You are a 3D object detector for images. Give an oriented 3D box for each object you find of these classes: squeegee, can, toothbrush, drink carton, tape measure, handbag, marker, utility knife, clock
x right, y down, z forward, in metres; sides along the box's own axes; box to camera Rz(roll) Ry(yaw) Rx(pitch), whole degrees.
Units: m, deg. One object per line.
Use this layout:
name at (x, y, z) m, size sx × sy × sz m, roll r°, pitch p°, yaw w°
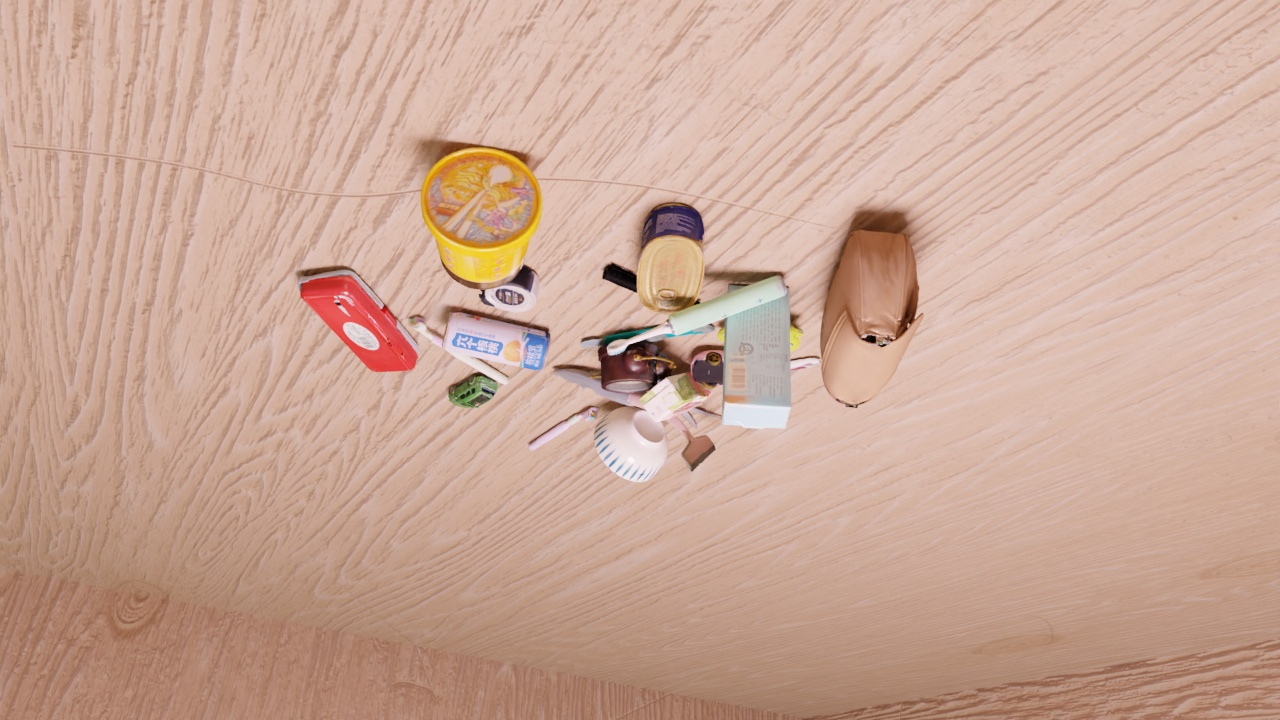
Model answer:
squeegee at (-0.010, 0.063, 1.277) m, size 0.249 × 0.040 × 0.247 m, roll 28°, pitch -173°, yaw 9°
can at (-0.188, -0.025, 1.199) m, size 0.134 × 0.053 × 0.053 m, roll 13°, pitch 149°, yaw -14°
toothbrush at (0.065, -0.050, 1.053) m, size 0.224 × 0.026 × 0.027 m, roll -21°, pitch 153°, yaw -12°
drink carton at (0.050, 0.049, 1.233) m, size 0.054 × 0.045 × 0.122 m, roll -39°, pitch 169°, yaw 20°
tape measure at (-0.156, -0.088, 1.108) m, size 0.066 × 0.033 × 0.066 m, roll 17°, pitch 150°, yaw -16°
handbag at (0.255, -0.045, 1.012) m, size 0.100 × 0.147 × 0.205 m, roll 5°, pitch 154°, yaw 3°
toothbrush at (-0.127, 0.112, 1.461) m, size 0.190 × 0.029 × 0.021 m, roll -31°, pitch 95°, yaw 47°
marker at (0.015, -0.084, 1.107) m, size 0.132 × 0.020 × 0.022 m, roll 21°, pitch 117°, yaw -24°
utility knife at (0.006, -0.031, 1.203) m, size 0.187 × 0.013 × 0.029 m, roll -8°, pitch 149°, yaw 20°
clock at (-0.007, 0.007, 1.209) m, size 0.082 × 0.055 × 0.122 m, roll 13°, pitch 160°, yaw -40°
can at (0.034, -0.111, 1.027) m, size 0.074 × 0.049 × 0.148 m, roll 4°, pitch 150°, yaw 0°
toothbrush at (-0.245, -0.010, 1.269) m, size 0.029 × 0.020 × 0.189 m, roll 19°, pitch 167°, yaw 43°
toothbrush at (0.156, 0.018, 1.262) m, size 0.188 × 0.017 × 0.016 m, roll -9°, pitch 149°, yaw 23°

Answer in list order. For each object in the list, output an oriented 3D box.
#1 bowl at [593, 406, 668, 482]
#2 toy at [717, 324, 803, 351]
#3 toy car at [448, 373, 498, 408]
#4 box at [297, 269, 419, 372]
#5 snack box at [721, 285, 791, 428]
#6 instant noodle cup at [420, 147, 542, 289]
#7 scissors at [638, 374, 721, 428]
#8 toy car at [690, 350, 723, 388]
bowl at (-0.005, 0.115, 1.362) m, size 0.116 × 0.116 × 0.066 m, roll 21°, pitch 132°, yaw -26°
toy at (0.154, -0.031, 1.162) m, size 0.100 × 0.031 × 0.097 m, roll 14°, pitch 162°, yaw -22°
toy car at (-0.248, 0.049, 1.354) m, size 0.043 × 0.036 × 0.091 m, roll 26°, pitch 147°, yaw -35°
box at (-0.366, -0.051, 1.201) m, size 0.087 × 0.046 × 0.201 m, roll -4°, pitch 149°, yaw 14°
snack box at (0.135, -0.006, 1.070) m, size 0.074 × 0.174 × 0.052 m, roll 4°, pitch 147°, yaw 2°
instant noodle cup at (-0.163, -0.139, 0.949) m, size 0.118 × 0.118 × 0.115 m, roll 8°, pitch 157°, yaw -5°
scissors at (0.048, 0.062, 1.357) m, size 0.159 × 0.014 × 0.178 m, roll 4°, pitch 150°, yaw 3°
toy car at (0.129, 0.010, 1.231) m, size 0.122 × 0.037 × 0.056 m, roll 2°, pitch 138°, yaw -2°
